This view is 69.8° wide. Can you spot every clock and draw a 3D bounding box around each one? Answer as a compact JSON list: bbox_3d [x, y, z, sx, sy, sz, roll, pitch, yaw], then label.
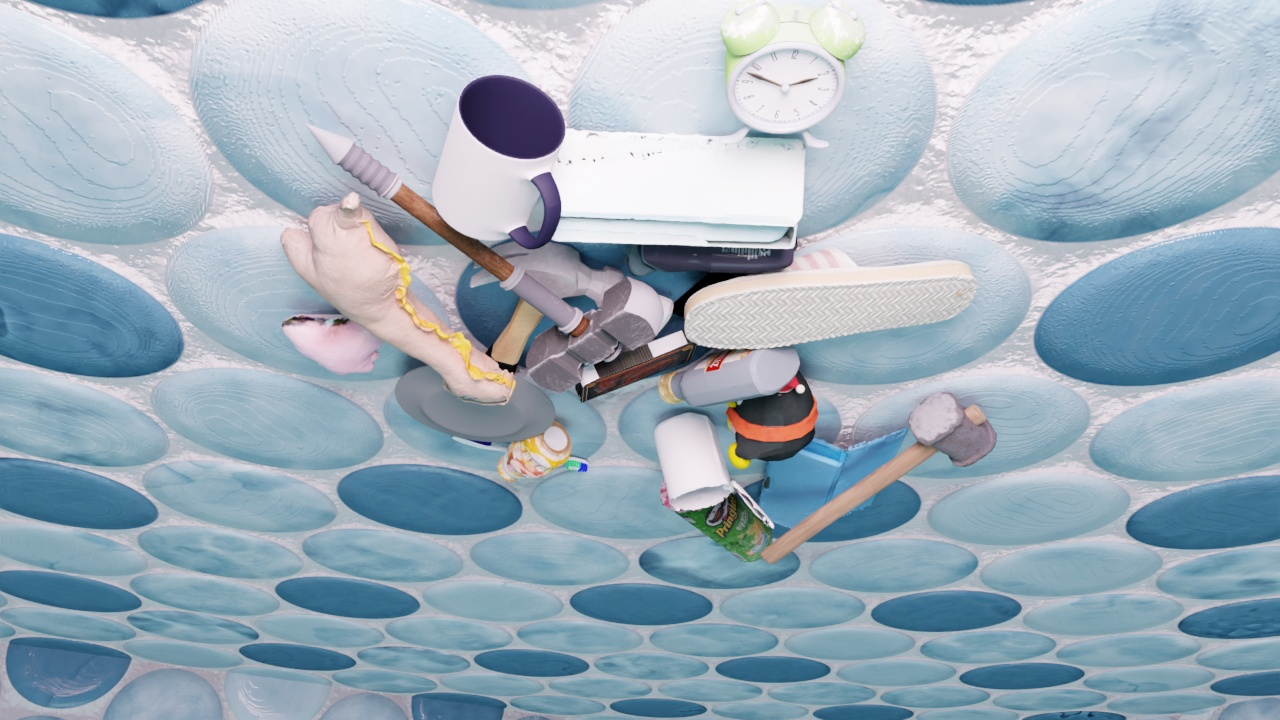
[{"bbox_3d":[0.098,-0.201,0.620,0.094,0.042,0.119,3,149,-2],"label":"clock"}]

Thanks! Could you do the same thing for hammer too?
[{"bbox_3d":[-0.135,-0.015,0.948,0.131,0.039,0.329,15,147,-17],"label":"hammer"},{"bbox_3d":[-0.136,-0.091,0.765,0.156,0.043,0.322,-30,127,33],"label":"hammer"},{"bbox_3d":[0.269,0.154,1.100,0.098,0.052,0.329,28,123,-36],"label":"hammer"}]

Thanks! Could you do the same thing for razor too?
[{"bbox_3d":[0.059,-0.093,0.787,0.143,0.047,0.052,3,176,10],"label":"razor"}]

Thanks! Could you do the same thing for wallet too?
[{"bbox_3d":[-0.006,0.005,0.929,0.123,0.019,0.072,-21,163,-12],"label":"wallet"}]

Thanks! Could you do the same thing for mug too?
[{"bbox_3d":[-0.098,-0.136,0.681,0.078,0.112,0.097,-28,166,-34],"label":"mug"}]

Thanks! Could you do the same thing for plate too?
[{"bbox_3d":[-0.184,0.054,1.020,0.178,0.012,0.179,4,149,2],"label":"plate"}]

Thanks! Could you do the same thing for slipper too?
[{"bbox_3d":[0.169,-0.059,0.841,0.263,0.052,0.115,-6,151,2],"label":"slipper"}]

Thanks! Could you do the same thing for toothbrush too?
[{"bbox_3d":[-0.154,0.118,1.185,0.186,0.016,0.015,15,146,-20],"label":"toothbrush"}]

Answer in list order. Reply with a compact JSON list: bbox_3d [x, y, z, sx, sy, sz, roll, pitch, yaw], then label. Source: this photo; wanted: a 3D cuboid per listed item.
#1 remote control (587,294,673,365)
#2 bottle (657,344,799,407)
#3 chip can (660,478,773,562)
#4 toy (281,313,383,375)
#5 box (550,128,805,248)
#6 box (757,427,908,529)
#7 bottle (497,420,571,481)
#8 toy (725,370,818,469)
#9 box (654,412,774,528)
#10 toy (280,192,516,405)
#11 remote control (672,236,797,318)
[{"bbox_3d":[-0.018,-0.029,0.926,0.060,0.025,0.139,13,149,-17],"label":"remote control"},{"bbox_3d":[0.081,0.017,0.941,0.162,0.072,0.046,-15,104,49],"label":"bottle"},{"bbox_3d":[0.111,0.215,1.270,0.076,0.075,0.223,-15,145,27],"label":"chip can"},{"bbox_3d":[-0.305,-0.018,0.940,0.102,0.050,0.093,-5,145,5],"label":"toy"},{"bbox_3d":[0.027,-0.139,0.723,0.199,0.085,0.096,0,116,-2],"label":"box"},{"bbox_3d":[0.241,0.160,1.186,0.173,0.066,0.232,0,148,2],"label":"box"},{"bbox_3d":[-0.134,0.115,1.131,0.063,0.063,0.109,24,140,-31],"label":"bottle"},{"bbox_3d":[0.141,0.048,0.984,0.100,0.097,0.119,-1,126,5],"label":"toy"},{"bbox_3d":[0.084,0.135,1.068,0.119,0.159,0.084,-17,151,10],"label":"box"},{"bbox_3d":[-0.204,-0.042,0.840,0.264,0.065,0.197,41,151,-25],"label":"toy"},{"bbox_3d":[0.085,-0.077,0.852,0.034,0.013,0.150,20,145,-26],"label":"remote control"}]
